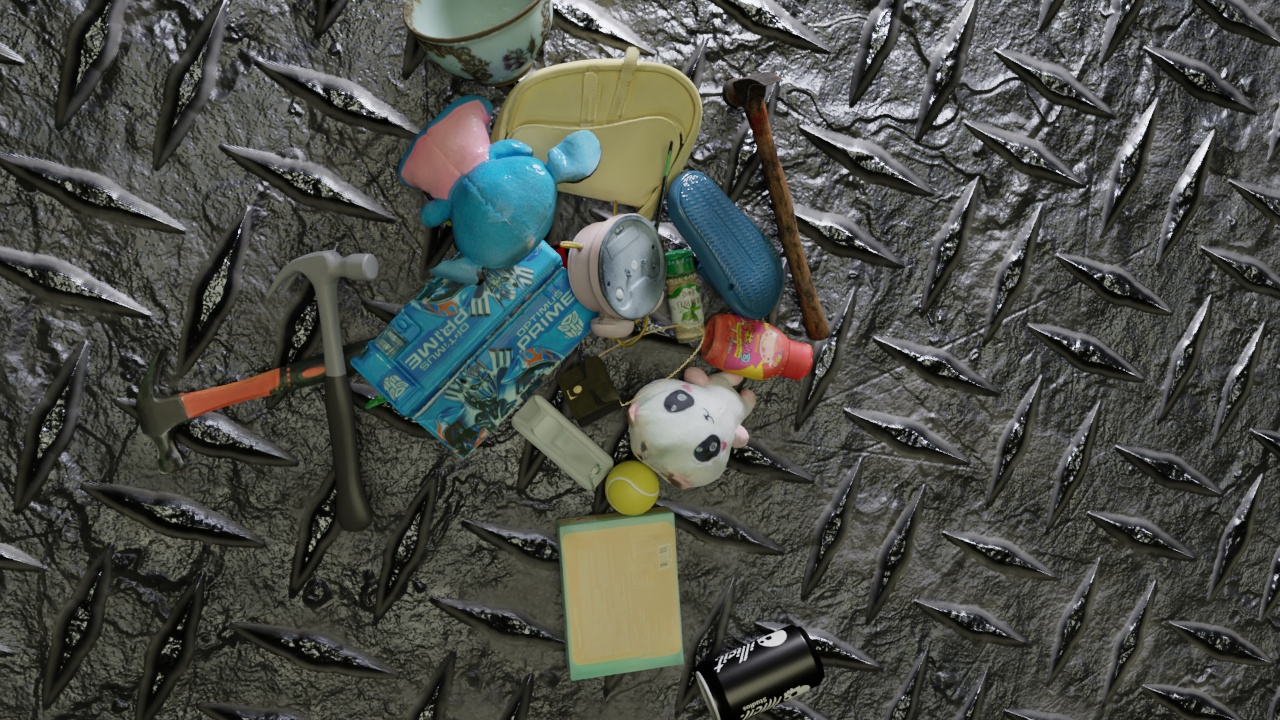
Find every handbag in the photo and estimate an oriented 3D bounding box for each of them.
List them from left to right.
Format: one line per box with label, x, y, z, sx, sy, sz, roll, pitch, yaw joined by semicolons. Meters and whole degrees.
handbag;-0.052;-0.256;1.039;0.232;0.088;0.191;8;97;-13
handbag;-0.007;0.007;1.071;0.178;0.084;0.027;-28;143;0

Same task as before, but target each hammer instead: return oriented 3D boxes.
hammer;-0.383;0.017;1.020;0.333;0.033;0.133;-16;97;-10
hammer;-0.328;0.037;0.988;0.125;0.029;0.311;2;104;18
hammer;0.174;-0.176;1.093;0.033;0.120;0.330;-22;106;-10

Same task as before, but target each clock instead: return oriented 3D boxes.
clock;-0.022;-0.090;1.041;0.116;0.059;0.158;-45;126;-38

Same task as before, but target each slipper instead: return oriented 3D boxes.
slipper;0.096;-0.130;1.084;0.213;0.059;0.103;46;59;-29

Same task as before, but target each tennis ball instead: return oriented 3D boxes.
tennis ball;-0.010;0.152;1.099;0.065;0.065;0.065;-1;96;-12

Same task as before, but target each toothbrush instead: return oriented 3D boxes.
toothbrush;0.019;-0.165;1.056;0.017;0.014;0.188;7;125;-2

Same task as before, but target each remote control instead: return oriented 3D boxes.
remote control;-0.092;0.099;1.098;0.133;0.022;0.050;42;86;-13

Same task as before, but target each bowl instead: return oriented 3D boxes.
bowl;-0.163;-0.355;0.989;0.159;0.160;0.094;-28;141;-8

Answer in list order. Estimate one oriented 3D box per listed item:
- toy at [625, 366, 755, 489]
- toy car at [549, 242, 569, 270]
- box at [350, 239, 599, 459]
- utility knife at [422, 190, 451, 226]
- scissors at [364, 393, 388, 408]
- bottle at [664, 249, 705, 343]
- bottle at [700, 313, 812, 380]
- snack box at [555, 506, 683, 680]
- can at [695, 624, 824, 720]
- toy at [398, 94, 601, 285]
toy;0.067;0.072;1.099;0.179;0.102;0.139;-33;89;-27
toy car;-0.092;-0.092;1.077;0.038;0.025;0.089;-17;98;-10
box;-0.173;-0.026;1.018;0.243;0.060;0.175;-46;103;-5
utility knife;-0.196;-0.143;1.049;0.020;0.029;0.174;-44;101;-10
scissors;-0.258;0.031;1.061;0.127;0.011;0.123;-30;98;-8
bottle;0.051;-0.077;1.102;0.042;0.043;0.110;-12;100;-11
bottle;0.144;-0.012;1.121;0.134;0.049;0.071;15;68;-15
snack box;-0.025;0.283;1.120;0.141;0.044;0.193;-5;97;-11
can;0.150;0.395;1.151;0.146;0.080;0.080;-21;100;-9
toy;-0.158;-0.191;0.962;0.224;0.099;0.191;-42;75;7
